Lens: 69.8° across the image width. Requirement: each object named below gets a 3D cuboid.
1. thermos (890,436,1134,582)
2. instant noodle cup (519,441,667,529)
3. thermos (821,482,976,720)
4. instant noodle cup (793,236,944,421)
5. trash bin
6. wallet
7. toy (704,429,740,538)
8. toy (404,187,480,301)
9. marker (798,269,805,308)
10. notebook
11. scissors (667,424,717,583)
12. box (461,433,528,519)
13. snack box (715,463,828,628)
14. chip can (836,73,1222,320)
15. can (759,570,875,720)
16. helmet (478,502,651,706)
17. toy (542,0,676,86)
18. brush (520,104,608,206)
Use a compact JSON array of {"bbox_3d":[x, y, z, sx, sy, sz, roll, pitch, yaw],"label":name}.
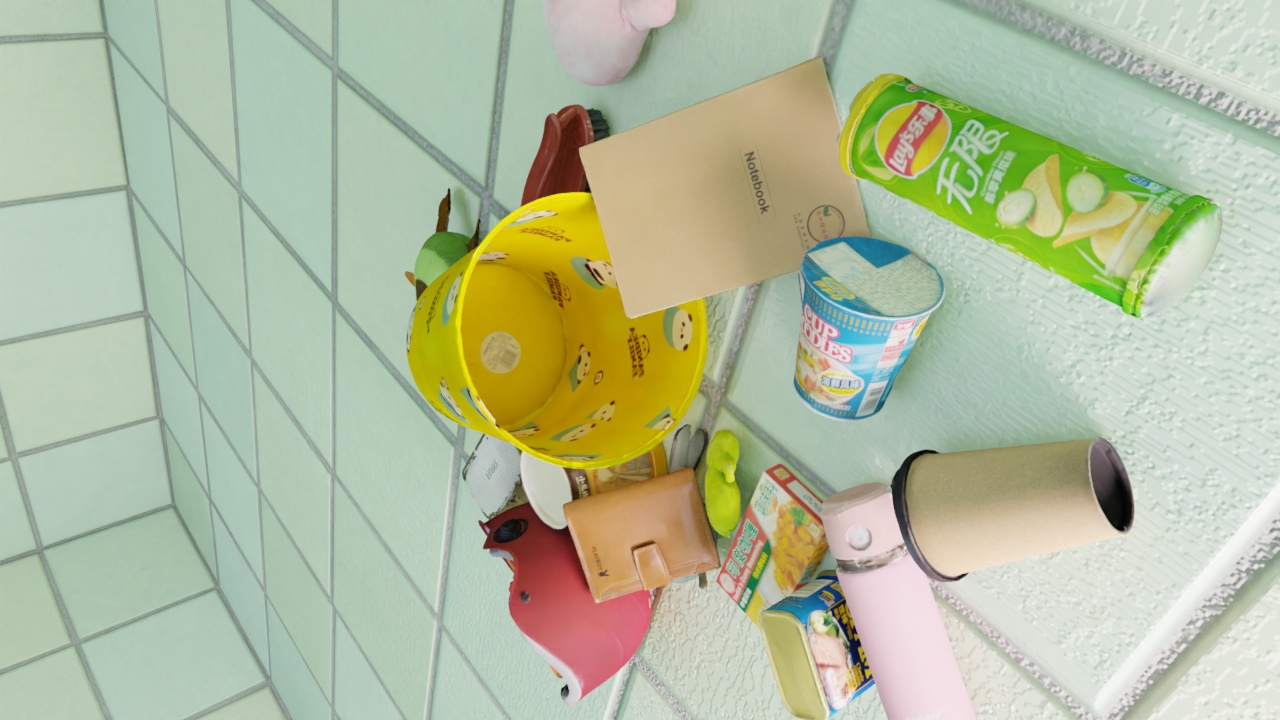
[{"bbox_3d":[0.240,0.094,0.609,0.144,0.092,0.093,-23,87,44],"label":"thermos"},{"bbox_3d":[-0.053,0.112,0.954,0.118,0.114,0.119,25,124,44],"label":"instant noodle cup"},{"bbox_3d":[0.207,0.193,0.713,0.087,0.067,0.198,-18,89,22],"label":"thermos"},{"bbox_3d":[0.156,-0.017,0.663,0.099,0.099,0.110,40,140,34],"label":"instant noodle cup"},{"bbox_3d":[-0.101,-0.020,0.867,0.256,0.229,0.229,-5,102,61],"label":"trash bin"},{"bbox_3d":[0.004,0.174,0.886,0.035,0.131,0.119,-93,-15,-80],"label":"wallet"},{"bbox_3d":[0.075,0.114,0.846,0.097,0.031,0.100,124,143,-83],"label":"toy"},{"bbox_3d":[-0.228,-0.073,1.113,0.227,0.089,0.247,36,128,46],"label":"toy"},{"bbox_3d":[0.136,-0.043,0.731,0.017,0.016,0.146,7,111,50],"label":"marker"},{"bbox_3d":[0.061,-0.129,0.715,0.208,0.008,0.148,-14,94,25],"label":"notebook"},{"bbox_3d":[0.042,0.144,0.904,0.143,0.019,0.180,28,106,-1],"label":"scissors"},{"bbox_3d":[-0.159,0.124,1.137,0.089,0.060,0.185,58,139,16],"label":"box"},{"bbox_3d":[0.122,0.175,0.833,0.077,0.027,0.156,44,135,32],"label":"snack box"},{"bbox_3d":[0.224,-0.103,0.550,0.221,0.072,0.073,38,132,35],"label":"chip can"},{"bbox_3d":[0.154,0.241,0.775,0.057,0.083,0.102,-16,93,53],"label":"can"},{"bbox_3d":[-0.075,0.240,1.011,0.240,0.144,0.207,49,165,52],"label":"helmet"},{"bbox_3d":[-0.028,-0.307,0.790,0.160,0.054,0.121,-7,107,53],"label":"toy"},{"bbox_3d":[-0.077,-0.180,0.894,0.063,0.069,0.146,45,136,28],"label":"brush"}]
